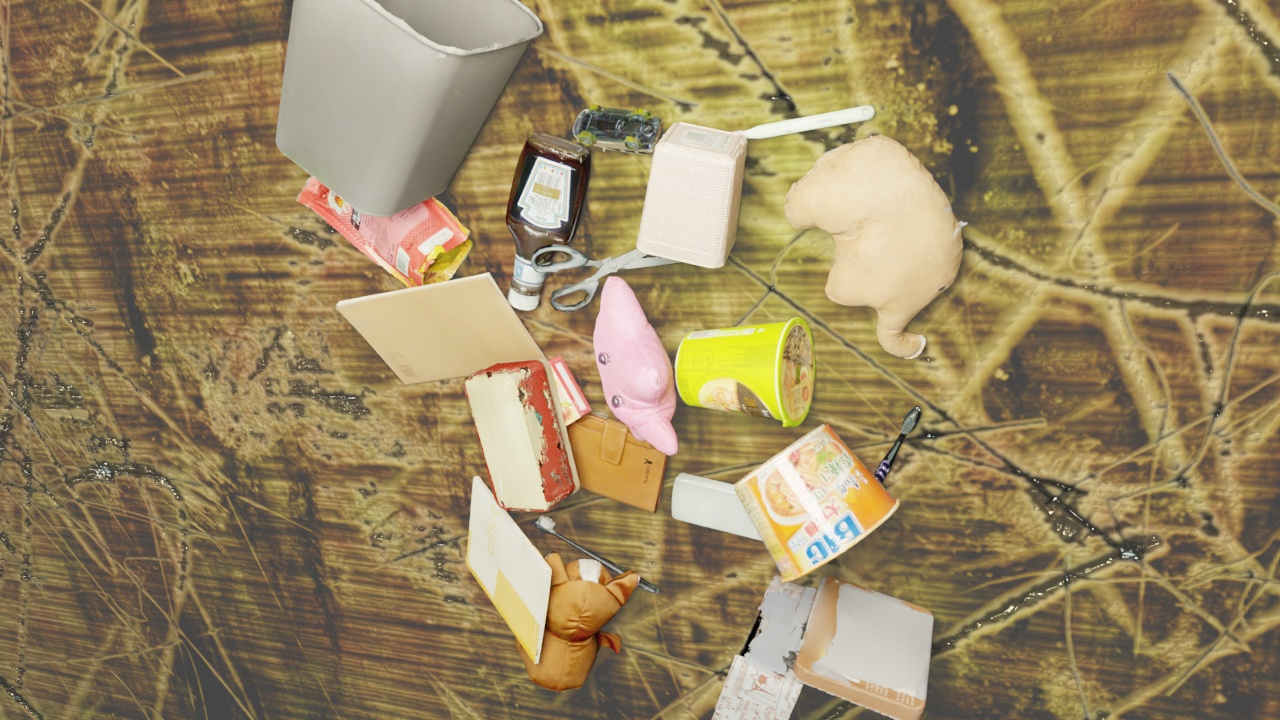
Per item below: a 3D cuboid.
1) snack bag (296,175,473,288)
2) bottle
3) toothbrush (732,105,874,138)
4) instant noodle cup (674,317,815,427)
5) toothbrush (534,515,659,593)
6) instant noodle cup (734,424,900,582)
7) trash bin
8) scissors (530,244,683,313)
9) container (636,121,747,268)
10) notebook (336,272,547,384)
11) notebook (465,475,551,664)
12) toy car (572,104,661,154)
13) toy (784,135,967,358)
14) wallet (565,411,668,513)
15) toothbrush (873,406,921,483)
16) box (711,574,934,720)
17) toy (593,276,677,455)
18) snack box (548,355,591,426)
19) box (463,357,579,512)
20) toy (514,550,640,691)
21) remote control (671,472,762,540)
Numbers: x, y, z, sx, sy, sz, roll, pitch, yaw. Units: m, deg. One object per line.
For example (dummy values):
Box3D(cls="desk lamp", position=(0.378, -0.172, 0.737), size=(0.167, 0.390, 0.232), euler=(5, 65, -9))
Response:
Box3D(cls="snack bag", position=(-0.298, -0.174, 1.064), size=(0.208, 0.073, 0.129), euler=(41, 115, 8))
Box3D(cls="bottle", position=(-0.110, -0.147, 1.008), size=(0.080, 0.043, 0.195), euler=(19, 118, 3))
Box3D(cls="toothbrush", position=(0.132, -0.226, 0.894), size=(0.190, 0.020, 0.029), euler=(-4, 90, 23))
Box3D(cls="instant noodle cup", position=(0.106, 0.011, 0.959), size=(0.124, 0.111, 0.112), euler=(2, 112, 30))
Box3D(cls="toothbrush", position=(-0.054, 0.247, 1.164), size=(0.181, 0.015, 0.018), euler=(29, 110, 9))
Box3D(cls="instant noodle cup", position=(0.177, 0.144, 0.959), size=(0.152, 0.151, 0.111), euler=(-39, 81, 29))
Box3D(cls="trash bin", position=(-0.249, -0.288, 0.930), size=(0.198, 0.198, 0.220), euler=(38, 126, 5))
Box3D(cls="scissors", position=(-0.037, -0.103, 0.992), size=(0.165, 0.014, 0.164), euler=(25, 129, -16))
Box3D(cls="container", position=(0.054, -0.165, 0.898), size=(0.090, 0.090, 0.111), euler=(14, 124, 9))
Box3D(cls="notebook", position=(-0.234, -0.031, 1.086), size=(0.212, 0.012, 0.149), euler=(-8, 136, 24))
Box3D(cls="notebook", position=(-0.169, 0.257, 1.148), size=(0.206, 0.010, 0.146), euler=(39, 128, 46))
Box3D(cls="toy car", position=(-0.025, -0.234, 0.940), size=(0.090, 0.042, 0.035), euler=(11, 159, 16))
Box3D(cls="toy", position=(0.238, -0.103, 0.874), size=(0.144, 0.082, 0.226), euler=(-23, 104, 32))
Box3D(cls="wallet", position=(-0.033, 0.118, 1.095), size=(0.132, 0.031, 0.108), euler=(18, 118, 14))
Box3D(cls="toothbrush", position=(0.258, 0.127, 0.992), size=(0.014, 0.016, 0.189), euler=(29, 120, 15))
Box3D(cls="box", position=(0.198, 0.352, 1.016), size=(0.205, 0.180, 0.158), euler=(16, 114, 15))
Box3D(cls="toy", position=(-0.006, 0.006, 0.966), size=(0.074, 0.179, 0.194), euler=(-18, 96, -13))
Box3D(cls="snack box", position=(-0.132, 0.060, 1.093), size=(0.153, 0.025, 0.075), euler=(-30, 89, 37))
Box3D(cls="box", position=(-0.138, 0.088, 1.043), size=(0.091, 0.077, 0.168), euler=(-5, 105, 35))
Box3D(cls="toy", position=(-0.084, 0.316, 1.149), size=(0.140, 0.130, 0.200), euler=(8, 129, -12))
Box3D(cls="remote control", position=(0.110, 0.172, 1.065), size=(0.150, 0.021, 0.058), euler=(12, 114, 17))
